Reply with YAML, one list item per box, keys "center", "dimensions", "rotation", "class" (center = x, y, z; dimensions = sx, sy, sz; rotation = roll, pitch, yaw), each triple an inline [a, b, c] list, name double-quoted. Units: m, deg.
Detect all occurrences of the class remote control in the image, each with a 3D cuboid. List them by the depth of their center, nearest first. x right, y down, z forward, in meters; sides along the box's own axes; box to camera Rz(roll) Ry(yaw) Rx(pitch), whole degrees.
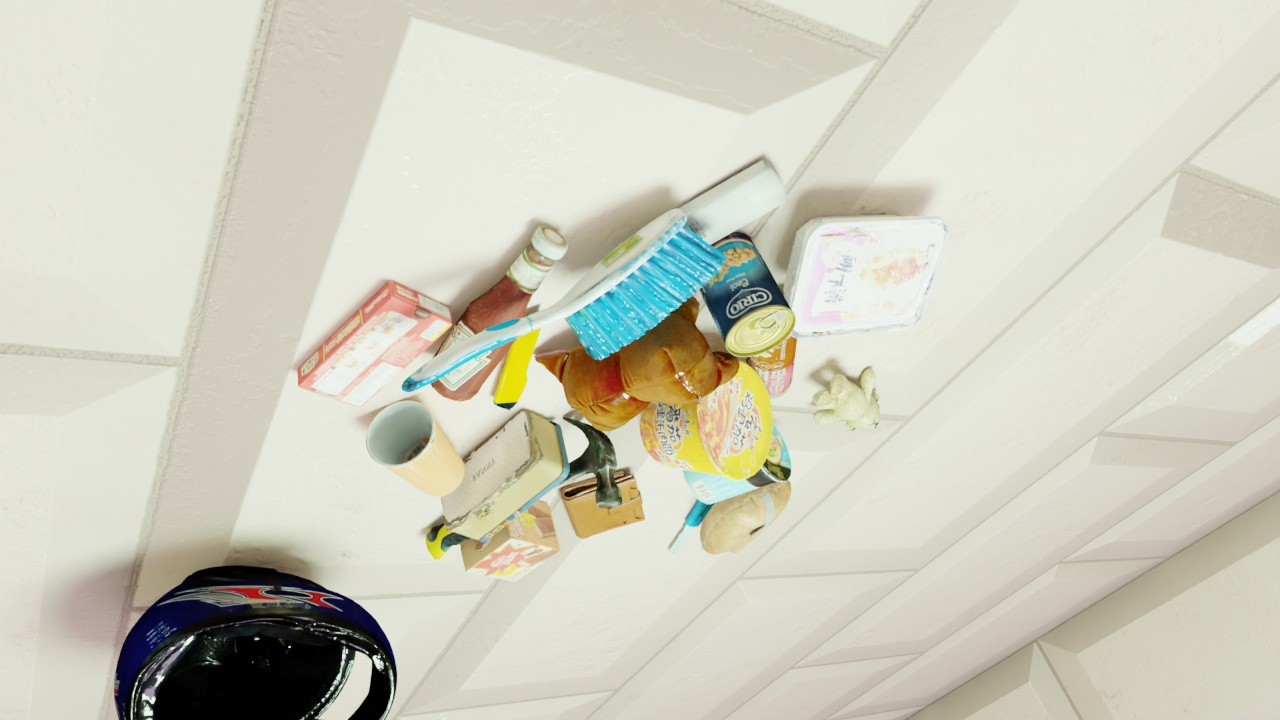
- center: [0.077, -0.145, 0.903]
  dimensions: [0.135, 0.019, 0.056]
  rotation: [-29, 144, 13]
  class: "remote control"

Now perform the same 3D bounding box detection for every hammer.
- center: [-0.158, 0.174, 1.157]
  dimensions: [0.324, 0.126, 0.032]
  rotation: [-29, 147, 30]
  class: "hammer"

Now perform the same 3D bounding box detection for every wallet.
- center: [-0.051, 0.206, 1.302]
  dimensions: [0.108, 0.031, 0.132]
  rotation: [-15, 146, -4]
  class: "wallet"

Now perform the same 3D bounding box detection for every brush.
- center: [-0.070, -0.038, 0.867]
  dimensions: [0.314, 0.060, 0.109]
  rotation: [-39, 119, -1]
  class: "brush"

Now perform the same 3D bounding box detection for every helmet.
- center: [-0.467, 0.376, 1.137]
  dimensions: [0.315, 0.247, 0.240]
  rotation: [1, -177, -17]
  class: "helmet"

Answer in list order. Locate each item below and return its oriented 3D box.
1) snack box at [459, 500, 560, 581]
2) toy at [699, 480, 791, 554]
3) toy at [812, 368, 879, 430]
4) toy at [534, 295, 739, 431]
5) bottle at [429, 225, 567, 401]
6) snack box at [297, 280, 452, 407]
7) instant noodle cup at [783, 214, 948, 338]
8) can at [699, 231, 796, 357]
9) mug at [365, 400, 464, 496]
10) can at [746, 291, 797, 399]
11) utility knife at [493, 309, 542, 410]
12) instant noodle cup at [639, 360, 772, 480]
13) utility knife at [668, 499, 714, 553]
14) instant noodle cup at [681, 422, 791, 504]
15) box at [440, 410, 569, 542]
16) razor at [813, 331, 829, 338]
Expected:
- center: [-0.179, 0.238, 1.239]
  dimensions: [0.093, 0.077, 0.094]
  rotation: [-37, 141, 23]
  class: "snack box"
- center: [0.149, 0.250, 1.408]
  dimensions: [0.143, 0.082, 0.227]
  rotation: [-19, 156, -23]
  class: "toy"
- center: [0.279, 0.056, 1.232]
  dimensions: [0.105, 0.066, 0.157]
  rotation: [-50, 146, 10]
  class: "toy"
- center: [-0.006, 0.006, 0.981]
  dimensions: [0.200, 0.130, 0.140]
  rotation: [-25, 109, 30]
  class: "toy"
- center: [-0.139, -0.045, 0.900]
  dimensions: [0.059, 0.059, 0.207]
  rotation: [15, 126, -40]
  class: "bottle"
- center: [-0.263, -0.013, 0.907]
  dimensions: [0.153, 0.025, 0.075]
  rotation: [-38, 140, 23]
  class: "snack box"
- center: [0.231, -0.098, 0.985]
  dimensions: [0.173, 0.060, 0.138]
  rotation: [-4, 124, -19]
  class: "instant noodle cup"
- center: [0.102, -0.070, 0.939]
  dimensions: [0.075, 0.111, 0.075]
  rotation: [-15, 145, -11]
  class: "can"
- center: [-0.248, 0.106, 1.037]
  dimensions: [0.078, 0.078, 0.123]
  rotation: [-20, 150, 0]
  class: "mug"
- center: [0.154, -0.017, 1.080]
  dimensions: [0.058, 0.057, 0.147]
  rotation: [-16, 145, -6]
  class: "can"
- center: [-0.132, 0.000, 0.999]
  dimensions: [0.033, 0.015, 0.164]
  rotation: [-5, 142, -29]
  class: "utility knife"
- center: [0.073, 0.072, 1.082]
  dimensions: [0.110, 0.138, 0.138]
  rotation: [-6, 160, 43]
  class: "instant noodle cup"
- center: [0.089, 0.244, 1.431]
  dimensions: [0.034, 0.018, 0.237]
  rotation: [-3, 142, -26]
  class: "utility knife"
- center: [0.124, 0.136, 1.240]
  dimensions: [0.121, 0.111, 0.111]
  rotation: [-31, 144, 28]
  class: "instant noodle cup"
- center: [-0.162, 0.137, 1.103]
  dimensions: [0.185, 0.089, 0.061]
  rotation: [-36, 136, 24]
  class: "box"
- center: [0.227, -0.065, 1.082]
  dimensions: [0.043, 0.028, 0.133]
  rotation: [-12, 146, -18]
  class: "razor"
